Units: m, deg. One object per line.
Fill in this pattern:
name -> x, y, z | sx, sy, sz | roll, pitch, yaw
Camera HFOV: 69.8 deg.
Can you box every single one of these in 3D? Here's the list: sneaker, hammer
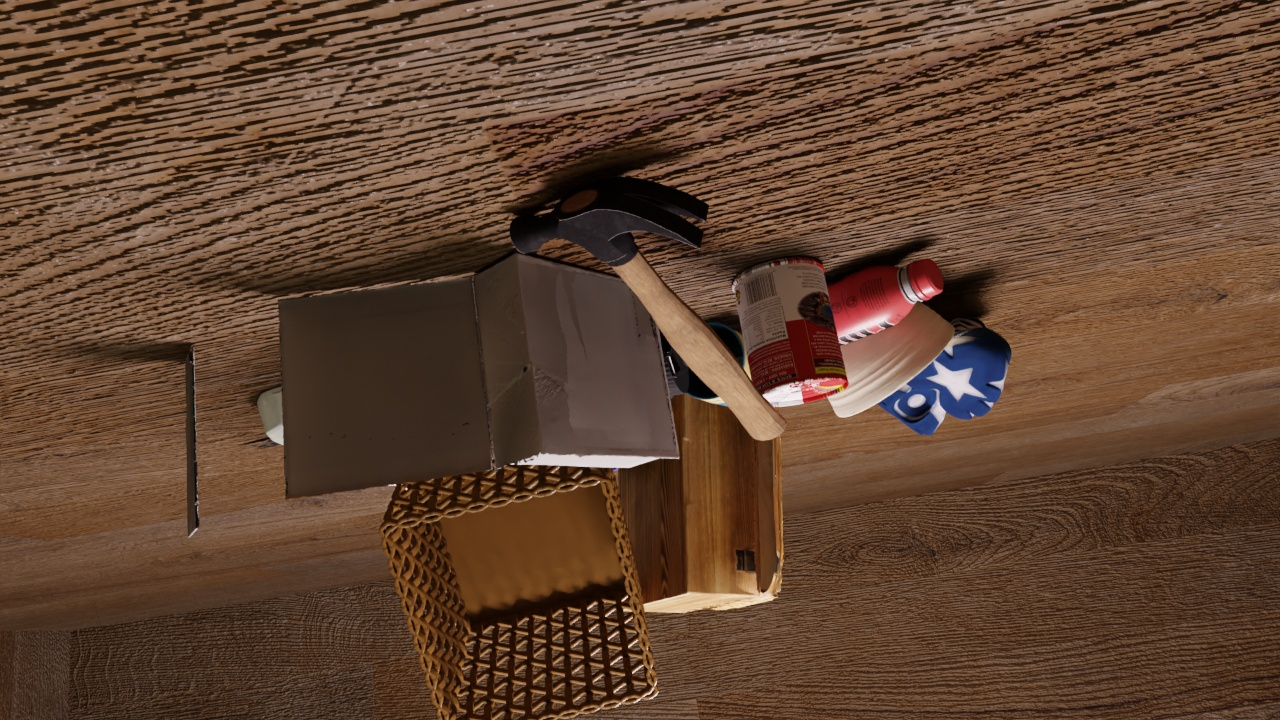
sneaker -> 0.364, -0.004, 1.060 | 0.132, 0.103, 0.270 | -51, 173, -13
hammer -> 0.041, -0.025, 0.723 | 0.133, 0.040, 0.305 | -11, 139, 32

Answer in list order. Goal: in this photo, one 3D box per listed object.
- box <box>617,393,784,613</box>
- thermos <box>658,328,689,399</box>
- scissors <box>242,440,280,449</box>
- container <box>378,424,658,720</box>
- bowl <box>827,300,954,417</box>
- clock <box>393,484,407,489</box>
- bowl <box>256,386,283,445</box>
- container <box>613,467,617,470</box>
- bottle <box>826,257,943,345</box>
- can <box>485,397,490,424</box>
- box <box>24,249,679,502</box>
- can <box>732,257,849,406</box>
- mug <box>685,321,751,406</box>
box -> 0.080, 0.164, 1.148 | 0.168, 0.278, 0.246 | 7, 159, -16
thermos -> -0.036, 0.013, 0.936 | 0.199, 0.086, 0.086 | -14, 163, 17
scissors -> -0.423, 0.092, 1.121 | 0.163, 0.012, 0.154 | -6, 169, -10
container -> -0.121, 0.213, 0.980 | 0.219, 0.252, 0.214 | -13, -163, -2
bowl -> 0.243, -0.016, 0.961 | 0.151, 0.075, 0.150 | -39, -179, 1
clock -> -0.297, 0.131, 1.204 | 0.125, 0.072, 0.161 | 1, 159, -27
bowl -> -0.354, 0.068, 0.998 | 0.117, 0.061, 0.117 | -8, 162, -3
container -> -0.075, 0.130, 1.346 | 0.096, 0.058, 0.114 | -3, 162, -19
bottle -> 0.206, -0.051, 0.890 | 0.177, 0.062, 0.062 | -23, 158, 39
can -> -0.180, 0.097, 1.134 | 0.088, 0.087, 0.140 | -11, 163, 6
box -> -0.189, 0.011, 0.707 | 0.477, 0.166, 0.119 | -1, 162, -26
can -> 0.138, -0.025, 0.846 | 0.086, 0.116, 0.087 | -8, 163, -3
mug -> 0.080, 0.006, 1.002 | 0.114, 0.083, 0.107 | 8, 176, 29
